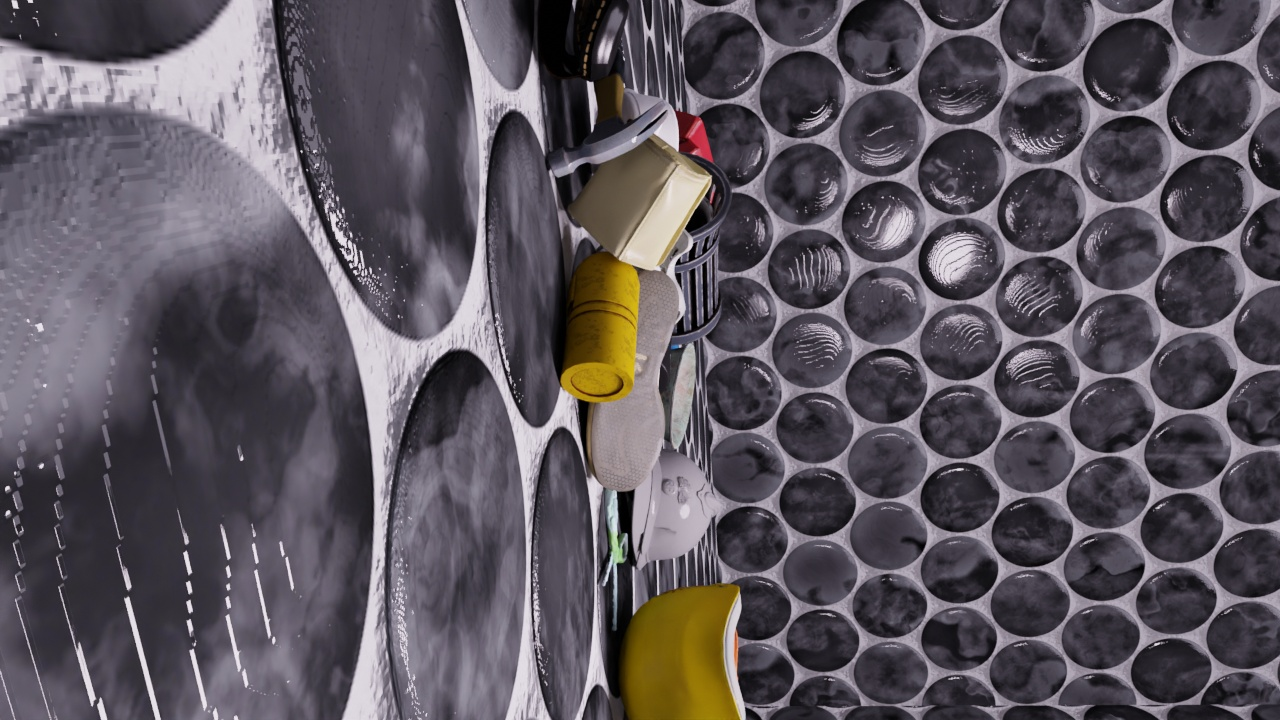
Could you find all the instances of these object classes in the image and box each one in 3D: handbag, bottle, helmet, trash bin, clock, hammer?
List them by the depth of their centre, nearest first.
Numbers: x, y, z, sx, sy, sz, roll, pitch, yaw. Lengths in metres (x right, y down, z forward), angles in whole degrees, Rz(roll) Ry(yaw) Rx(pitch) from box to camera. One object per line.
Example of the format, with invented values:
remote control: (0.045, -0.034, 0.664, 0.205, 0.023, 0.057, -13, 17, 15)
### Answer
bottle: (-0.038, -0.046, 0.909, 0.071, 0.071, 0.163, 76, 14, -54)
handbag: (-0.001, -0.169, 0.921, 0.081, 0.111, 0.119, 8, 121, -52)
hammer: (-0.034, -0.301, 0.972, 0.332, 0.118, 0.025, -93, 161, -49)
clock: (-0.001, -0.236, 1.041, 0.161, 0.072, 0.125, -125, -136, -54)
helmet: (0.041, 0.381, 1.115, 0.240, 0.139, 0.208, 99, -6, -58)
trash bin: (0.040, -0.140, 1.246, 0.228, 0.164, 0.164, 83, 8, -53)
helmet: (0.053, 0.201, 1.287, 0.271, 0.118, 0.183, 82, 11, -67)

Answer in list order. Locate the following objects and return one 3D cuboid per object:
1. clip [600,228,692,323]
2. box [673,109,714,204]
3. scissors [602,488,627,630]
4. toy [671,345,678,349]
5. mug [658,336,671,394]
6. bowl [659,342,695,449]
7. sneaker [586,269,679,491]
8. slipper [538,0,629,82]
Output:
clip: (0.005, -0.102, 1.082, 0.124, 0.072, 0.143, 48, -35, 20)
box: (0.035, -0.297, 1.411, 0.168, 0.154, 0.157, 58, -4, 34)
scissors: (-0.033, 0.227, 1.087, 0.171, 0.022, 0.174, -55, 147, -82)
toy: (0.029, 0.015, 1.441, 0.176, 0.071, 0.112, 30, 69, -82)
mug: (-0.007, 0.007, 1.164, 0.087, 0.078, 0.114, -84, -165, -49)
bowl: (0.045, 0.048, 1.331, 0.157, 0.038, 0.157, 9, 89, -77)
sneaker: (-0.023, 0.019, 1.014, 0.102, 0.088, 0.241, 9, -92, 64)
slipper: (-0.060, -0.323, 0.867, 0.267, 0.075, 0.113, -100, -152, -65)
